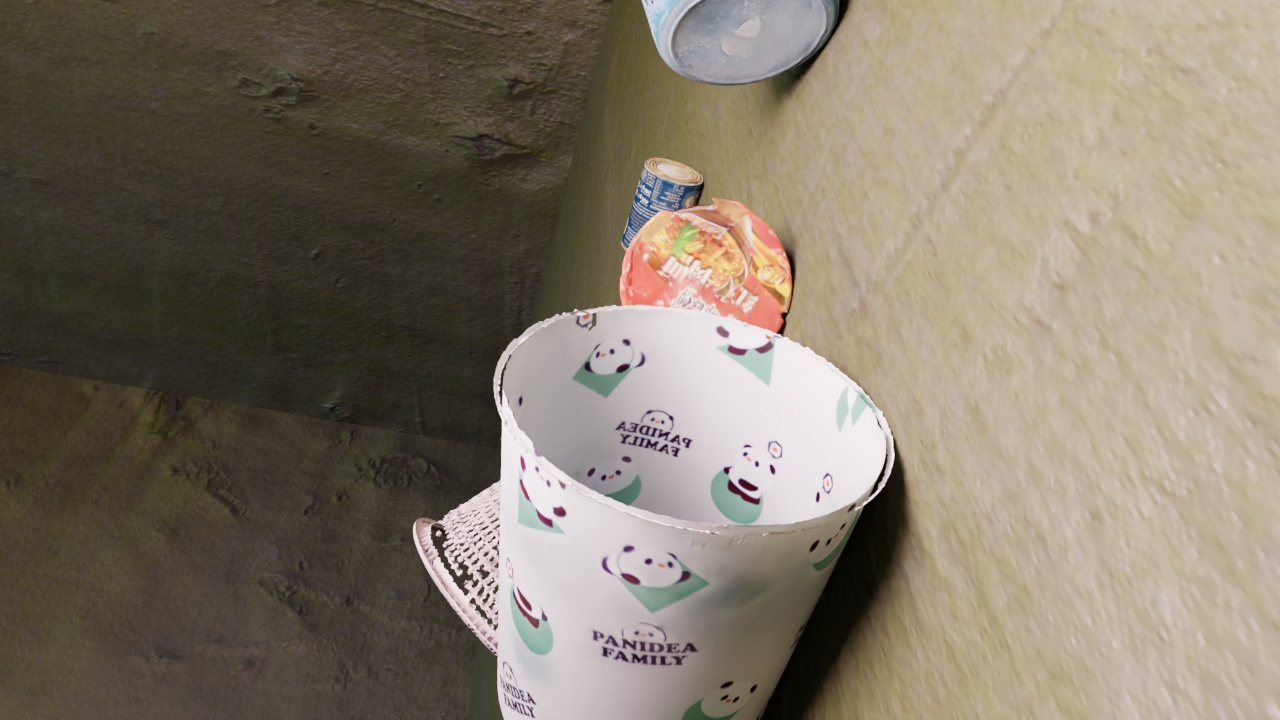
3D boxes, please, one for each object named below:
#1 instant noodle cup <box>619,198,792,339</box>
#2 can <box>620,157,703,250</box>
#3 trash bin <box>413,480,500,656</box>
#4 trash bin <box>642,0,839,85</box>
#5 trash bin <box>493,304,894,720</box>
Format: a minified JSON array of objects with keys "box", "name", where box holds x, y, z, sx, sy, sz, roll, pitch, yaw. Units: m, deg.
[{"box":[0.050,-0.059,0.780,0.108,0.138,0.138,-154,75,-87],"name":"instant noodle cup"},{"box":[0.026,-0.185,1.126,0.075,0.075,0.111,-97,21,-57],"name":"can"},{"box":[-0.096,0.197,0.983,0.192,0.227,0.227,-41,12,-3],"name":"trash bin"},{"box":[0.077,-0.352,0.771,0.227,0.226,0.195,128,139,-66],"name":"trash bin"},{"box":[0.010,0.126,0.587,0.229,0.229,0.252,-98,17,-58],"name":"trash bin"}]
